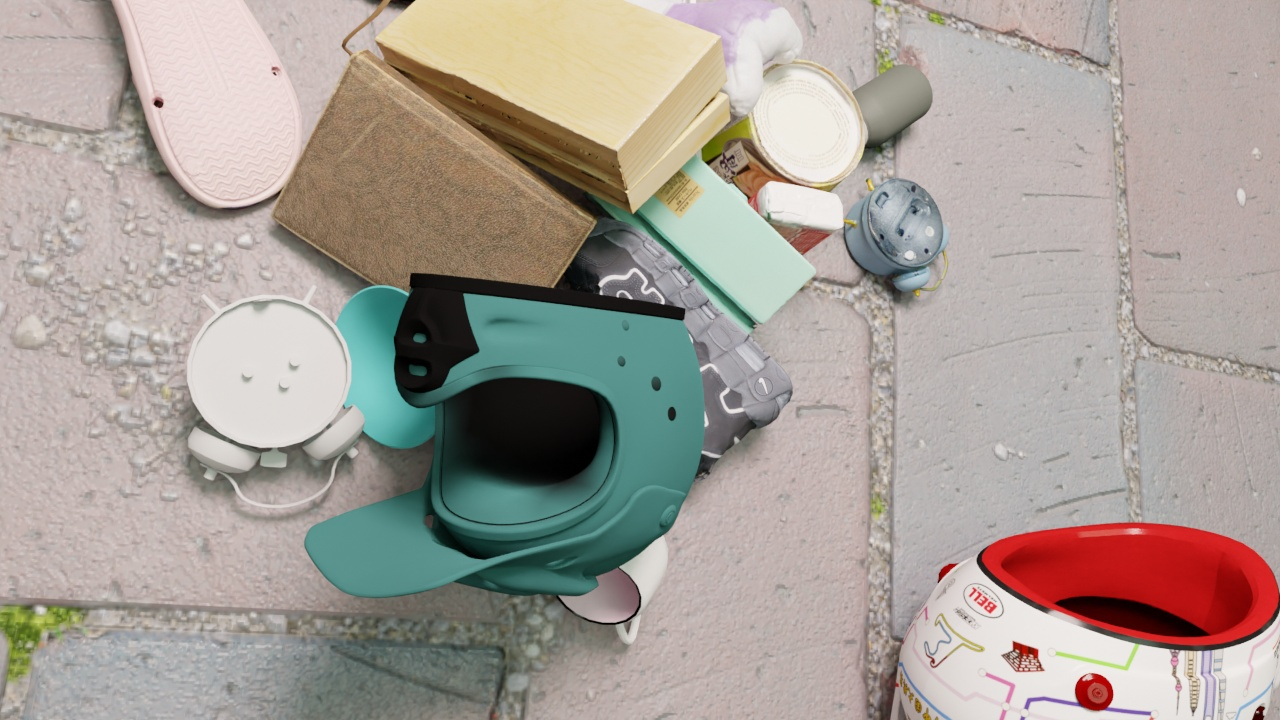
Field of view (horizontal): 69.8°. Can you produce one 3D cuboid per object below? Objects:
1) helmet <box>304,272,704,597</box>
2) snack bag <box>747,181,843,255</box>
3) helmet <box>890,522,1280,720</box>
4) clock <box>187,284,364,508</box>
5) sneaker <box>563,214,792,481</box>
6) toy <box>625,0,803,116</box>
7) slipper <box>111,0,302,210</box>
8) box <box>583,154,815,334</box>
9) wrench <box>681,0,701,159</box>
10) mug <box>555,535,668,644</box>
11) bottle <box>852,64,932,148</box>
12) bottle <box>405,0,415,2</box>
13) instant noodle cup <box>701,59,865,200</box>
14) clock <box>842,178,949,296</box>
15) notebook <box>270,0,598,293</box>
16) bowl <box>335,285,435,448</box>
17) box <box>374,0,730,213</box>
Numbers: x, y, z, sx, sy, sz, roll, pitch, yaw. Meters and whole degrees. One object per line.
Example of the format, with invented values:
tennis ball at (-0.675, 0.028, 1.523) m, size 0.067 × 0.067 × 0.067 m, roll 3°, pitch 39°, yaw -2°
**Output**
helmet at (-0.070, 0.055, 0.591) m, size 0.274 × 0.177 × 0.200 m, roll 3°, pitch 94°, yaw -57°
snack bag at (0.117, -0.114, 0.810) m, size 0.077 × 0.116 × 0.036 m, roll 6°, pitch 71°, yaw -21°
helmet at (0.369, 0.276, 0.772) m, size 0.314 × 0.231 × 0.236 m, roll -4°, pitch 108°, yaw -18°
clock at (-0.261, 0.027, 0.655) m, size 0.119 × 0.061 × 0.159 m, roll -8°, pitch 94°, yaw -23°
sneaker at (-0.004, 0.004, 0.753) m, size 0.252 × 0.097 × 0.150 m, roll 42°, pitch 70°, yaw -15°
toy at (0.023, -0.281, 0.782) m, size 0.209 × 0.086 × 0.137 m, roll 24°, pitch 58°, yaw 23°
slipper at (-0.327, -0.223, 0.686) m, size 0.106 × 0.056 × 0.221 m, roll -23°, pitch 98°, yaw -26°
box at (0.045, -0.109, 0.779) m, size 0.187 × 0.113 × 0.078 m, roll 40°, pitch 23°, yaw -9°
wrench at (0.047, -0.253, 0.847) m, size 0.009 × 0.047 × 0.273 m, roll 6°, pitch 75°, yaw -26°
mug at (-0.019, 0.167, 0.725) m, size 0.076 × 0.090 × 0.124 m, roll -64°, pitch 143°, yaw -54°
bottle at (0.237, -0.248, 0.913) m, size 0.108 × 0.060 × 0.060 m, roll -35°, pitch 94°, yaw -24°
bottle at (-0.212, -0.318, 0.763) m, size 0.122 × 0.033 × 0.033 m, roll 2°, pitch 79°, yaw -21°
instant noodle cup at (0.131, -0.200, 0.840) m, size 0.146 × 0.098 × 0.146 m, roll 4°, pitch 78°, yaw -21°
clock at (0.257, -0.120, 0.901) m, size 0.124 × 0.052 × 0.088 m, roll 39°, pitch 67°, yaw -12°
notebook at (-0.146, -0.126, 0.683) m, size 0.215 × 0.034 × 0.190 m, roll 34°, pitch 112°, yaw -7°
bowl at (-0.174, 0.002, 0.693) m, size 0.046 × 0.121 × 0.121 m, roll -18°, pitch 86°, yaw -58°
box at (-0.067, -0.217, 0.708) m, size 0.249 × 0.092 × 0.128 m, roll 30°, pitch 73°, yaw 27°
